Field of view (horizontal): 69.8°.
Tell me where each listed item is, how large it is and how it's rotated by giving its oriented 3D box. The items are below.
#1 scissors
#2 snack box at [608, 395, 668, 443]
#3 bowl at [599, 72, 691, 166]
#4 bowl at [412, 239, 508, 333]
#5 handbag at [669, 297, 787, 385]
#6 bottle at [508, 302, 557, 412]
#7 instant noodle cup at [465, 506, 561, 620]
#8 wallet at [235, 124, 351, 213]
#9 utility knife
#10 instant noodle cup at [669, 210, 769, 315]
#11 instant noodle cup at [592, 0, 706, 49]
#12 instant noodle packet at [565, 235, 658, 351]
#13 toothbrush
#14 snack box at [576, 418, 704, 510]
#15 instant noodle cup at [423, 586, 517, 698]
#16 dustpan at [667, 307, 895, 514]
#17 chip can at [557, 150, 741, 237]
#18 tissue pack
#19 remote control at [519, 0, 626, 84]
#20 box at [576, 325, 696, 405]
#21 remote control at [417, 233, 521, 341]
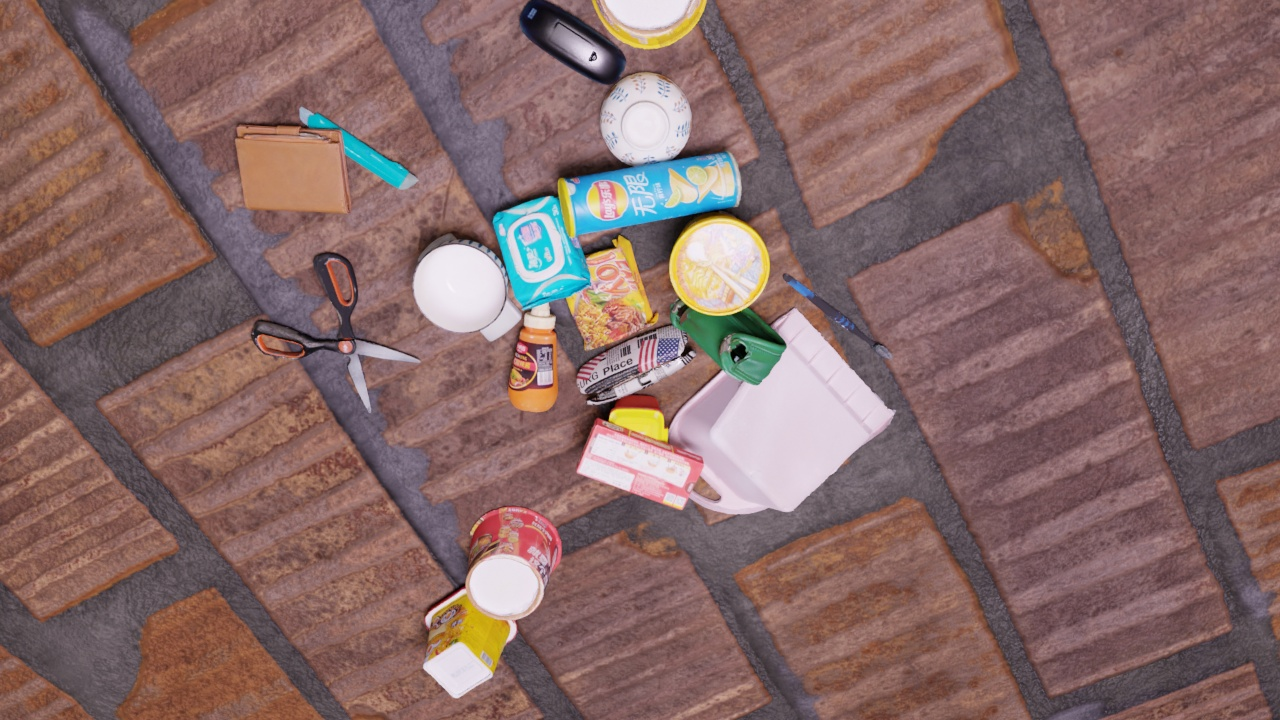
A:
[{"bbox_3d":[-0.411,-0.032,1.228,0.221,0.021,0.234,-4,111,3],"label":"scissors"},{"bbox_3d":[-0.004,0.095,1.239,0.082,0.080,0.091,3,111,1],"label":"snack box"},{"bbox_3d":[0.005,-0.284,1.101,0.113,0.062,0.113,1,112,2],"label":"bowl"},{"bbox_3d":[-0.221,-0.098,1.150,0.116,0.066,0.116,0,111,1],"label":"bowl"},{"bbox_3d":[0.110,-0.032,1.153,0.120,0.131,0.068,16,114,-49],"label":"handbag"},{"bbox_3d":[-0.138,-0.009,1.215,0.067,0.066,0.149,6,104,-2],"label":"bottle"},{"bbox_3d":[-0.184,0.293,1.306,0.138,0.108,0.138,0,111,0],"label":"instant noodle cup"},{"bbox_3d":[-0.432,-0.237,1.141,0.132,0.031,0.108,2,118,1],"label":"wallet"},{"bbox_3d":[-0.352,-0.263,1.142,0.166,0.013,0.029,34,107,-8],"label":"utility knife"},{"bbox_3d":[0.094,-0.129,1.131,0.118,0.114,0.118,1,112,1],"label":"instant noodle cup"},{"bbox_3d":[0.009,-0.419,1.022,0.138,0.109,0.138,1,110,2],"label":"instant noodle cup"},{"bbox_3d":[-0.046,-0.086,1.190,0.111,0.044,0.128,-21,109,4],"label":"instant noodle packet"},{"bbox_3d":[0.261,-0.057,1.210,0.189,0.016,0.014,36,100,-11],"label":"toothbrush"},{"bbox_3d":[0.000,0.136,1.198,0.153,0.025,0.075,20,110,-7],"label":"snack box"},{"bbox_3d":[-0.256,0.415,1.346,0.116,0.123,0.116,-35,107,13],"label":"instant noodle cup"},{"bbox_3d":[0.170,0.089,1.273,0.273,0.139,0.222,-46,105,-13],"label":"dustpan"},{"bbox_3d":[0.011,-0.201,1.100,0.210,0.071,0.071,-12,111,-9],"label":"chip can"},{"bbox_3d":[-0.122,-0.133,1.142,0.093,0.050,0.133,-21,79,10],"label":"tissue pack"},{"bbox_3d":[-0.080,-0.376,1.086,0.136,0.024,0.053,30,108,-10],"label":"remote control"},{"bbox_3d":[-0.011,0.001,1.212,0.164,0.075,0.082,-22,98,12],"label":"box"},{"bbox_3d":[-0.222,-0.096,1.200,0.058,0.021,0.150,-35,107,14],"label":"remote control"}]
